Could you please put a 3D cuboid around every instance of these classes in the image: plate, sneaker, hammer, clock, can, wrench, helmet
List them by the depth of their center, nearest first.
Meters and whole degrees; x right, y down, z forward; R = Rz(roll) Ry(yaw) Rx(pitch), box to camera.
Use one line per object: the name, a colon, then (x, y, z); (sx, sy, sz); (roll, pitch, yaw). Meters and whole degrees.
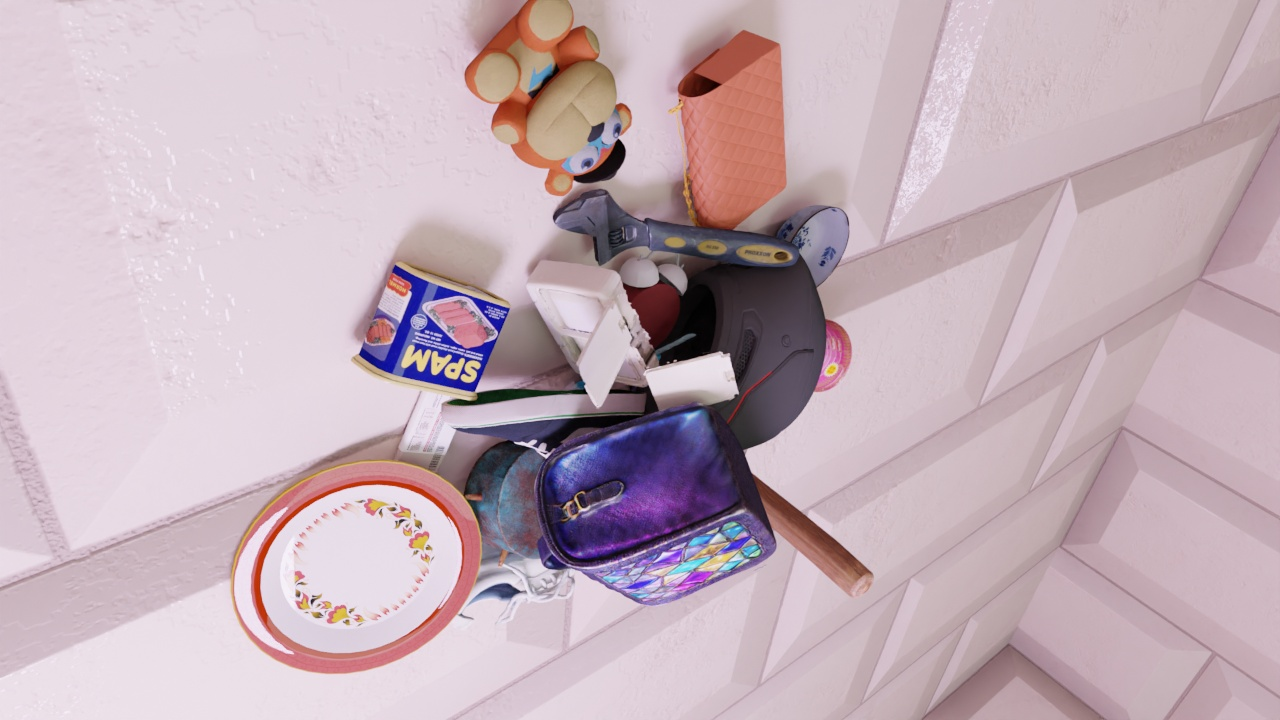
can: (-0.175, -0.025, 0.784); (0.116, 0.056, 0.092); (17, 98, -51)
plate: (-0.265, 0.196, 0.873); (0.229, 0.021, 0.230); (-10, 115, -24)
sneaker: (-0.087, 0.069, 0.889); (0.234, 0.084, 0.079); (2, 93, -45)
wrench: (0.041, -0.121, 0.904); (0.273, 0.022, 0.073); (4, 123, -26)
clock: (0.002, -0.061, 0.955); (0.087, 0.044, 0.125); (6, 116, -48)
clock: (-0.104, 0.133, 0.959); (0.157, 0.073, 0.121); (-42, 124, -37)
helmet: (0.115, -0.006, 1.005); (0.169, 0.164, 0.264); (23, 78, -29)
sneaker: (-0.121, 0.238, 1.023); (0.241, 0.090, 0.090); (-5, 147, -41)
hammer: (0.154, 0.178, 1.100); (0.157, 0.301, 0.037); (-5, 124, -44)

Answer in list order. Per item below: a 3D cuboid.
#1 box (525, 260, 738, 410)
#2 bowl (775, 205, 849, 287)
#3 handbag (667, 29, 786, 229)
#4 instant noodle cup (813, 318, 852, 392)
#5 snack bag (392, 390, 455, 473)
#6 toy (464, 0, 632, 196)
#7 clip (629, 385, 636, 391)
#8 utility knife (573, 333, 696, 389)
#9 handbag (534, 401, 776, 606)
box: (-0.021, 0.003, 0.840); (0.106, 0.193, 0.143); (-61, 144, -28)
bowl: (0.193, -0.138, 1.089); (0.114, 0.045, 0.114); (-27, 137, -29)
handbag: (0.083, -0.215, 0.895); (0.108, 0.060, 0.172); (-42, 146, -21)
instant noodle cup: (0.197, -0.014, 1.166); (0.108, 0.098, 0.098); (11, 112, -42)
snack bag: (-0.201, 0.066, 0.875); (0.057, 0.013, 0.158); (10, 112, -46)
toy: (-0.067, -0.206, 0.733); (0.112, 0.096, 0.176); (-50, 154, -3)
clip: (0.006, 0.015, 1.051); (0.051, 0.013, 0.035); (-38, 140, -13)
utility knife: (-0.006, 0.006, 0.965); (0.152, 0.015, 0.022); (-25, 144, 21)
handbag: (0.005, 0.155, 0.895); (0.222, 0.125, 0.205); (-23, 151, 9)
